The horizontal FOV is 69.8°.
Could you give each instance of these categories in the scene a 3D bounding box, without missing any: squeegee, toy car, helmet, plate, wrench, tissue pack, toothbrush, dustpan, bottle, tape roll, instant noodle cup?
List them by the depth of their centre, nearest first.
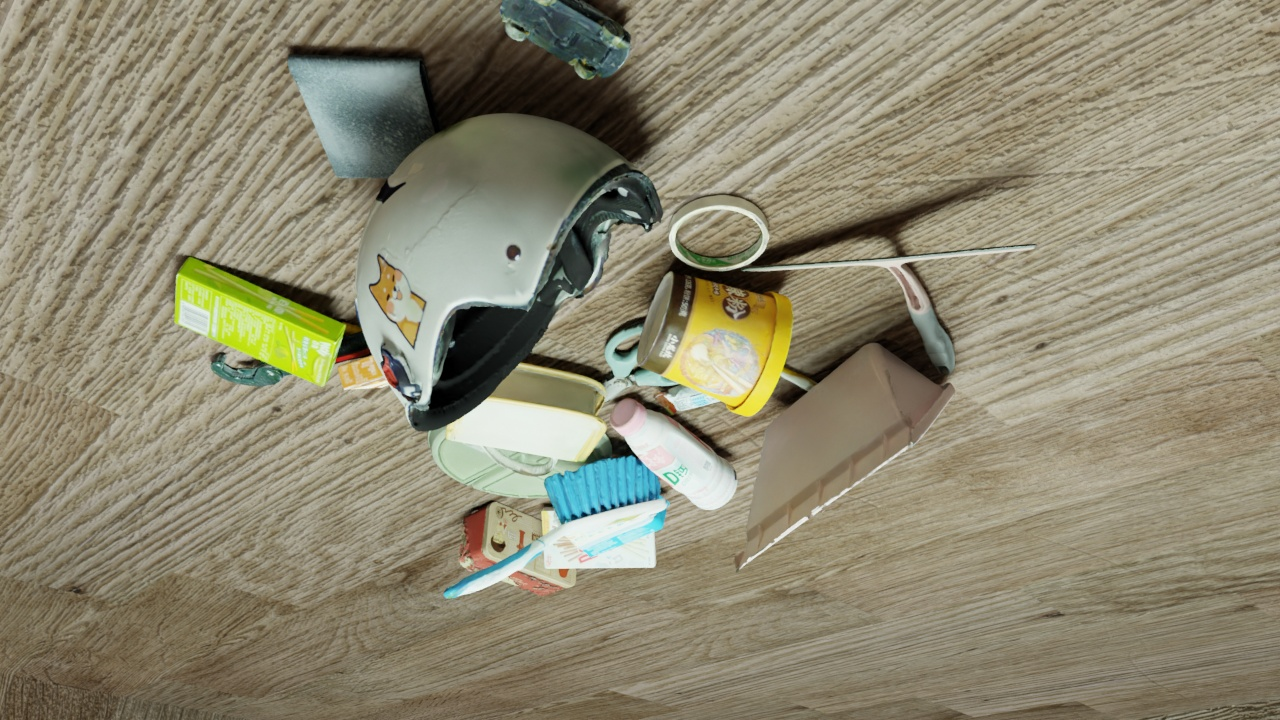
[{"bbox_3d":[-0.049,-0.225,0.615,0.090,0.034,0.043,22,144,-23],"label":"toy car"},{"bbox_3d":[-0.126,-0.082,0.701,0.157,0.229,0.275,47,134,2],"label":"helmet"},{"bbox_3d":[0.068,-0.109,0.799,0.086,0.013,0.086,1,146,1],"label":"tape roll"},{"bbox_3d":[0.065,-0.021,0.849,0.114,0.118,0.119,18,144,-9],"label":"instant noodle cup"},{"bbox_3d":[0.257,-0.049,0.858,0.248,0.040,0.249,-2,155,32],"label":"squeegee"},{"bbox_3d":[0.228,0.103,0.925,0.139,0.272,0.223,38,124,-15],"label":"dustpan"},{"bbox_3d":[-0.342,-0.005,0.957,0.274,0.016,0.056,-10,144,26],"label":"wrench"},{"bbox_3d":[0.144,0.004,0.964,0.191,0.016,0.018,27,130,-31],"label":"toothbrush"},{"bbox_3d":[0.039,0.108,1.083,0.068,0.068,0.197,-21,136,30],"label":"bottle"},{"bbox_3d":[-0.150,0.117,1.138,0.230,0.027,0.231,1,146,0],"label":"plate"},{"bbox_3d":[-0.039,0.201,1.211,0.140,0.063,0.090,-25,139,11],"label":"tissue pack"}]

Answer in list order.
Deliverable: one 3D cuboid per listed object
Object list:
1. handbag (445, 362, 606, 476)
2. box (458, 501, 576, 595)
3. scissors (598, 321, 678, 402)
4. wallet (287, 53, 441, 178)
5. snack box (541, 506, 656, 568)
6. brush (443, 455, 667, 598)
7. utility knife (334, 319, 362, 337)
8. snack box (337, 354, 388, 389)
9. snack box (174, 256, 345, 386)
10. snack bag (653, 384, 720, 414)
[{"bbox_3d":[-0.133,0.071,1.018,0.163,0.063,0.179,12,144,-14],"label":"handbag"},{"bbox_3d":[-0.179,0.278,1.323,0.080,0.091,0.168,-30,135,35],"label":"box"},{"bbox_3d":[0.014,0.015,0.987,0.132,0.019,0.186,12,146,-15],"label":"scissors"},{"bbox_3d":[-0.203,-0.183,0.702,0.097,0.019,0.121,3,148,2],"label":"wallet"},{"bbox_3d":[-0.058,0.246,1.280,0.157,0.085,0.027,-2,-173,6],"label":"snack box"},{"bbox_3d":[-0.092,0.182,1.052,0.313,0.109,0.061,-7,161,-36],"label":"brush"},{"bbox_3d":[-0.243,-0.003,0.973,0.195,0.015,0.033,22,145,-27],"label":"utility knife"},{"bbox_3d":[-0.215,-0.005,0.911,0.154,0.026,0.075,-17,176,14],"label":"snack box"},{"bbox_3d":[-0.372,-0.035,0.894,0.156,0.026,0.086,25,140,-10],"label":"snack box"},{"bbox_3d":[0.069,0.034,1.002,0.104,0.026,0.048,-17,144,26],"label":"snack bag"}]
